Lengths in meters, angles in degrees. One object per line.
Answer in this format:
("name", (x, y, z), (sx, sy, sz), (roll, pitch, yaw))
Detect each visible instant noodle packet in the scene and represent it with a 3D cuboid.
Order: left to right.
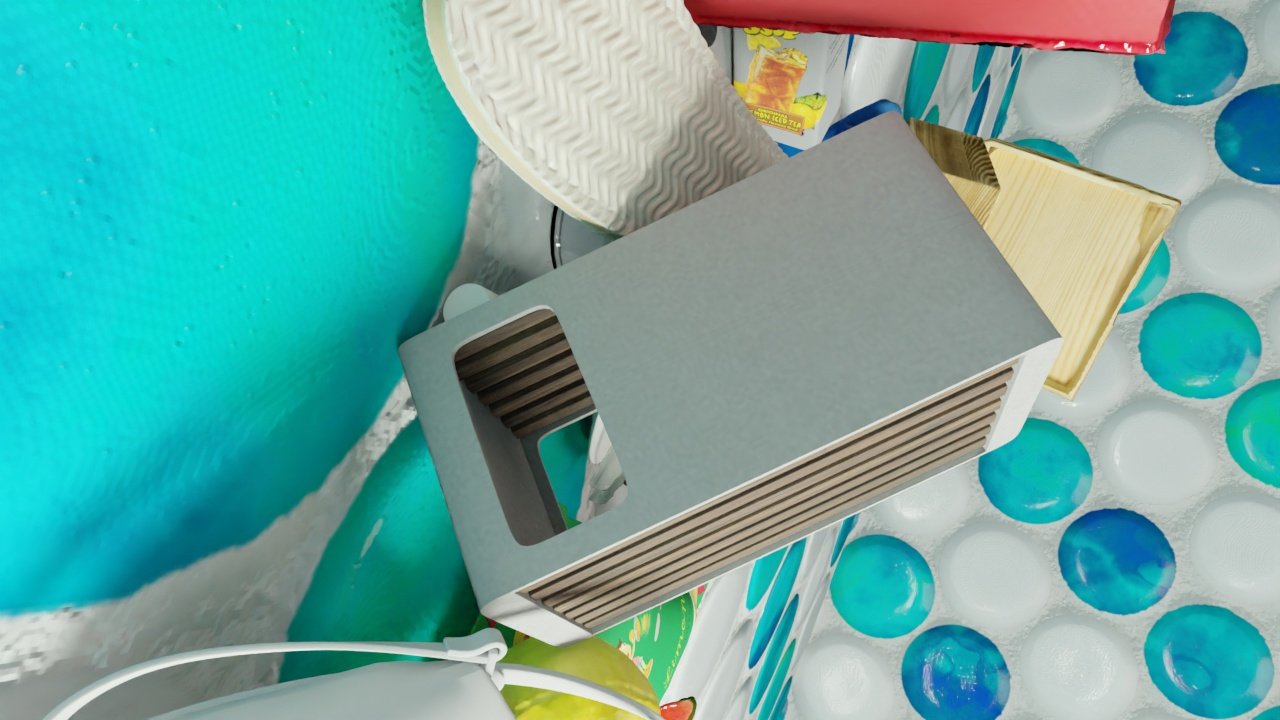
("instant noodle packet", (-0.043, 0.207, 0.583), (0.252, 0.090, 0.195), (42, 70, -55))

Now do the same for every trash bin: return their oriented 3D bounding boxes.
("trash bin", (0.035, 0.015, 0.395), (0.229, 0.114, 0.114), (-25, 153, 1))

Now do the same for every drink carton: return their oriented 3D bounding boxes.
("drink carton", (0.097, -0.200, 0.588), (0.048, 0.076, 0.125), (-61, 162, -22))

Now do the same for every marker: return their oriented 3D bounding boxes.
("marker", (-0.054, -0.010, 0.454), (0.023, 0.027, 0.133), (-68, 157, -4))

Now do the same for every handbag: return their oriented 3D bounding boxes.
("handbag", (-0.081, 0.174, 0.326), (0.222, 0.095, 0.216), (-11, 127, -22))

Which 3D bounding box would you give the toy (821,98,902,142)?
("toy", (0.192, -0.176, 0.857), (0.112, 0.071, 0.176), (-60, 168, -17))

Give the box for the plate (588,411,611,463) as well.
("plate", (-0.003, 0.003, 0.587), (0.134, 0.011, 0.135), (-59, 168, -21))

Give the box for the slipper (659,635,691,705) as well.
("slipper", (-0.036, 0.301, 0.726), (0.112, 0.074, 0.247), (-138, -111, -79))

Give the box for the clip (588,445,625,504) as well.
("clip", (0.006, 0.054, 0.609), (0.052, 0.058, 0.101), (43, 64, -26))

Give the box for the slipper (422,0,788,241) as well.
("slipper", (0.002, -0.103, 0.412), (0.262, 0.052, 0.115), (32, 77, -49))

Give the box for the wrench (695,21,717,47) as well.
("wrench", (0.009, -0.239, 0.400), (0.273, 0.022, 0.073), (63, 46, -64))

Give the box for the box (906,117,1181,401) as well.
("box", (0.425, -0.097, 1.086), (0.285, 0.334, 0.280), (-64, 168, -60))

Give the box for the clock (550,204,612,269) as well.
("clock", (-0.010, -0.067, 0.495), (0.094, 0.035, 0.123), (-33, 137, -58))

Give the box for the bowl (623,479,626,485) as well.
("bowl", (0.037, 0.061, 0.679), (0.114, 0.026, 0.102), (-25, 142, -25))

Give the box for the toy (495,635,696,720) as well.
("toy", (-0.072, 0.188, 0.436), (0.207, 0.092, 0.134), (-6, 130, -35))

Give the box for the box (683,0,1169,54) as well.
("box", (0.119, -0.232, 0.366), (0.153, 0.214, 0.164), (49, 57, -66))
